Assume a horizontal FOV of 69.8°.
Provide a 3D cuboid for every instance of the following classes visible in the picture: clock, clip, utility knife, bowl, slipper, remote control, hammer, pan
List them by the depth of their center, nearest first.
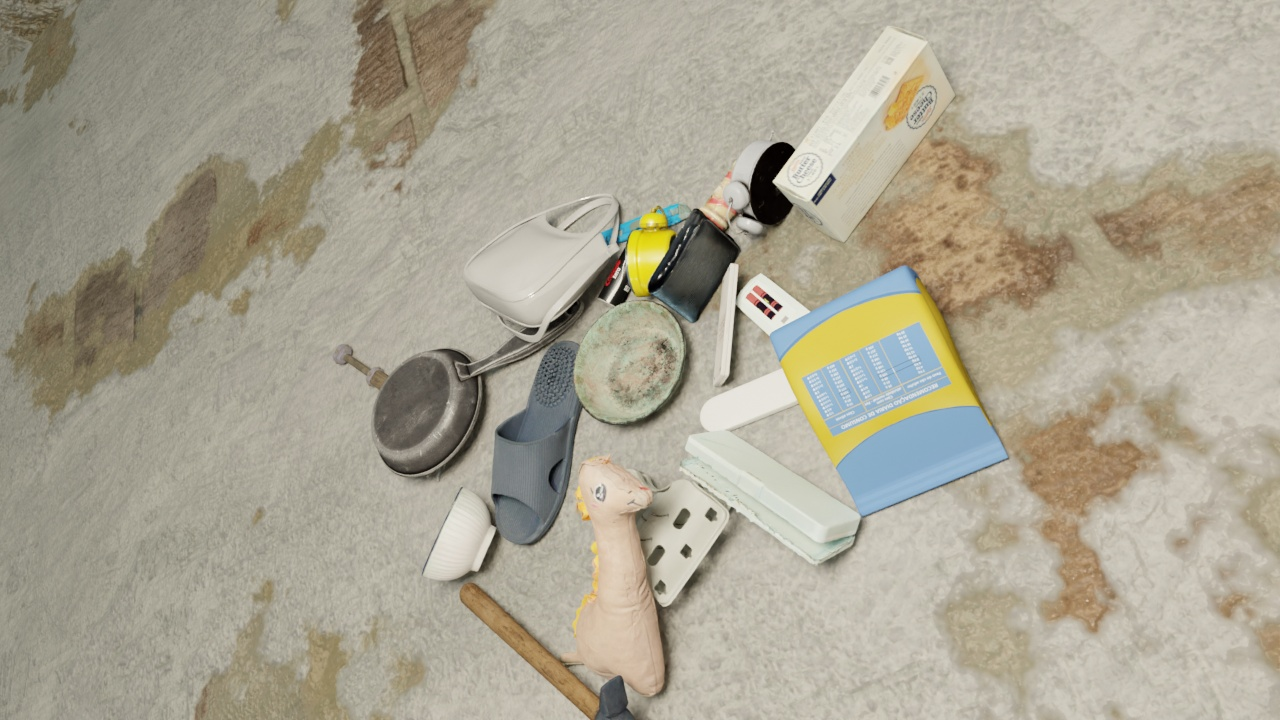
[{"bbox_3d":[0.030,0.184,1.015,0.126,0.096,0.152,-54,41,2],"label":"clip"},{"bbox_3d":[0.128,0.045,1.024,0.137,0.013,0.043,-24,60,23],"label":"remote control"},{"bbox_3d":[0.163,-0.045,1.029,0.049,0.024,0.143,-49,53,7],"label":"remote control"},{"bbox_3d":[-0.115,0.333,1.032,0.322,0.040,0.129,24,127,45],"label":"hammer"},{"bbox_3d":[0.099,-0.041,1.056,0.011,0.050,0.135,8,73,-4],"label":"remote control"},{"bbox_3d":[0.137,-0.198,1.058,0.035,0.094,0.122,23,68,41],"label":"clock"},{"bbox_3d":[-0.007,0.006,1.111,0.158,0.038,0.157,-13,65,29],"label":"bowl"},{"bbox_3d":[0.018,-0.132,1.120,0.057,0.083,0.118,-3,70,19],"label":"clock"},{"bbox_3d":[-0.218,0.223,1.137,0.062,0.118,0.118,24,84,-5],"label":"bowl"},{"bbox_3d":[-0.138,0.092,1.138,0.101,0.082,0.263,6,75,37],"label":"slipper"},{"bbox_3d":[-0.013,-0.170,1.200,0.179,0.015,0.031,-19,57,28],"label":"utility knife"},{"bbox_3d":[-0.227,0.019,1.229,0.357,0.055,0.187,-36,52,13],"label":"pan"},{"bbox_3d":[-0.356,0.039,1.334,0.317,0.028,0.147,27,86,37],"label":"hammer"}]

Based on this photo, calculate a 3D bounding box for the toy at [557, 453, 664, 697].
[{"bbox_3d":[-0.044,0.225,0.962,0.197,0.065,0.264,-4,104,41],"label":"toy"}]

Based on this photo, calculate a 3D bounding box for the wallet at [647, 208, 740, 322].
[{"bbox_3d":[0.066,-0.109,1.078,0.026,0.089,0.115,33,92,43],"label":"wallet"}]

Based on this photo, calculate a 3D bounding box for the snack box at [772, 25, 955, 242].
[{"bbox_3d":[0.246,-0.243,1.004,0.208,0.104,0.057,-53,50,5],"label":"snack box"}]

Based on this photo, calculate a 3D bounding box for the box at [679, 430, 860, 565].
[{"bbox_3d":[0.132,0.132,0.950,0.082,0.066,0.199,-30,42,-30],"label":"box"}]

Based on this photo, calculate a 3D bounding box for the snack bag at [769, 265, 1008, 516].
[{"bbox_3d":[0.244,0.032,0.910,0.159,0.102,0.205,-28,79,22],"label":"snack bag"}]

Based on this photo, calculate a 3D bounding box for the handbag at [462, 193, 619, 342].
[{"bbox_3d":[-0.103,-0.137,1.197,0.222,0.096,0.216,-44,42,-18],"label":"handbag"}]

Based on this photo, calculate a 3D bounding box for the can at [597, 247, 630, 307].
[{"bbox_3d":[-0.022,-0.106,1.169,0.031,0.031,0.080,27,87,37],"label":"can"}]

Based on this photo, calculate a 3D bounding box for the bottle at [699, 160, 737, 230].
[{"bbox_3d":[0.101,-0.190,1.115,0.044,0.044,0.109,38,93,37],"label":"bottle"}]
